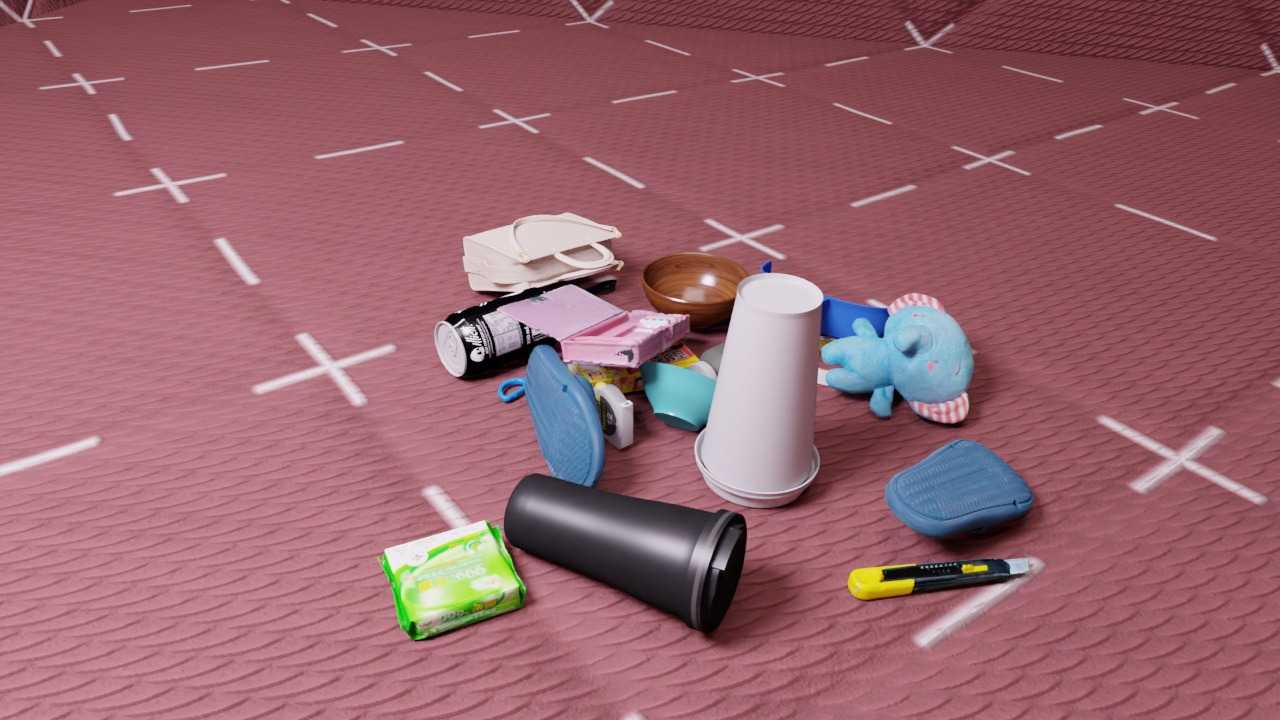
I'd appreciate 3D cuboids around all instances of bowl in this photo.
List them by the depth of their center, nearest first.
[{"bbox_3d":[0.048,0.048,1.036,0.121,0.121,0.046,15,74,18],"label":"bowl"},{"bbox_3d":[0.074,-0.084,1.249,0.147,0.069,0.147,1,32,-1],"label":"bowl"}]

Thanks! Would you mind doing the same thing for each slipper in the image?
[{"bbox_3d":[0.324,0.139,0.930,0.213,0.059,0.104,-11,43,-42],"label":"slipper"},{"bbox_3d":[-0.077,0.054,0.990,0.059,0.104,0.213,1,32,-26],"label":"slipper"}]

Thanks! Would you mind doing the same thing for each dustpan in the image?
[{"bbox_3d":[0.234,-0.069,1.215,0.246,0.060,0.256,21,29,26],"label":"dustpan"}]

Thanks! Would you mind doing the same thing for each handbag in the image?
[{"bbox_3d":[-0.117,-0.141,1.265,0.194,0.101,0.198,-21,25,-36],"label":"handbag"}]

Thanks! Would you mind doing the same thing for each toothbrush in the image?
[{"bbox_3d":[-0.108,-0.079,1.283,0.187,0.017,0.014,-24,37,-31],"label":"toothbrush"}]

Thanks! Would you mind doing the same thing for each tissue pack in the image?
[{"bbox_3d":[-0.169,0.194,0.824,0.113,0.034,0.099,-14,38,-22],"label":"tissue pack"}]

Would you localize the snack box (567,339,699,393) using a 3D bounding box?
[{"bbox_3d":[-0.007,0.007,1.132,0.152,0.025,0.075,-9,34,-24],"label":"snack box"}]

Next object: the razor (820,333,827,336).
[{"bbox_3d":[0.189,-0.050,1.252,0.141,0.018,0.043,24,28,27],"label":"razor"}]

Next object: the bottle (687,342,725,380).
[{"bbox_3d":[0.109,0.008,1.115,0.108,0.060,0.060,-23,40,-35],"label":"bottle"}]

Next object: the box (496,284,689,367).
[{"bbox_3d":[-0.048,-0.039,1.089,0.180,0.051,0.232,15,15,15],"label":"box"}]

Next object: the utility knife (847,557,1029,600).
[{"bbox_3d":[0.285,0.201,0.863,0.186,0.020,0.028,-3,35,-12],"label":"utility knife"}]

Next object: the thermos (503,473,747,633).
[{"bbox_3d":[-0.014,0.163,0.828,0.219,0.106,0.105,13,33,24],"label":"thermos"}]

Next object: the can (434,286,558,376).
[{"bbox_3d":[-0.174,-0.036,1.142,0.145,0.080,0.080,-23,40,-34],"label":"can"}]

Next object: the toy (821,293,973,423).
[{"bbox_3d":[0.312,-0.008,1.102,0.180,0.115,0.183,-2,63,-4],"label":"toy"}]

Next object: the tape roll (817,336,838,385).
[{"bbox_3d":[0.242,0.000,1.176,0.094,0.019,0.093,2,33,-1],"label":"tape roll"}]

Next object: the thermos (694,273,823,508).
[{"bbox_3d":[0.127,0.029,0.929,0.131,0.222,0.131,2,32,-2],"label":"thermos"}]

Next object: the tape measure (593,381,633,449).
[{"bbox_3d":[-0.032,0.059,1.019,0.016,0.064,0.065,-20,35,-32],"label":"tape measure"}]

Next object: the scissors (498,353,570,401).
[{"bbox_3d":[-0.106,0.026,1.112,0.097,0.020,0.132,30,40,28],"label":"scissors"}]
